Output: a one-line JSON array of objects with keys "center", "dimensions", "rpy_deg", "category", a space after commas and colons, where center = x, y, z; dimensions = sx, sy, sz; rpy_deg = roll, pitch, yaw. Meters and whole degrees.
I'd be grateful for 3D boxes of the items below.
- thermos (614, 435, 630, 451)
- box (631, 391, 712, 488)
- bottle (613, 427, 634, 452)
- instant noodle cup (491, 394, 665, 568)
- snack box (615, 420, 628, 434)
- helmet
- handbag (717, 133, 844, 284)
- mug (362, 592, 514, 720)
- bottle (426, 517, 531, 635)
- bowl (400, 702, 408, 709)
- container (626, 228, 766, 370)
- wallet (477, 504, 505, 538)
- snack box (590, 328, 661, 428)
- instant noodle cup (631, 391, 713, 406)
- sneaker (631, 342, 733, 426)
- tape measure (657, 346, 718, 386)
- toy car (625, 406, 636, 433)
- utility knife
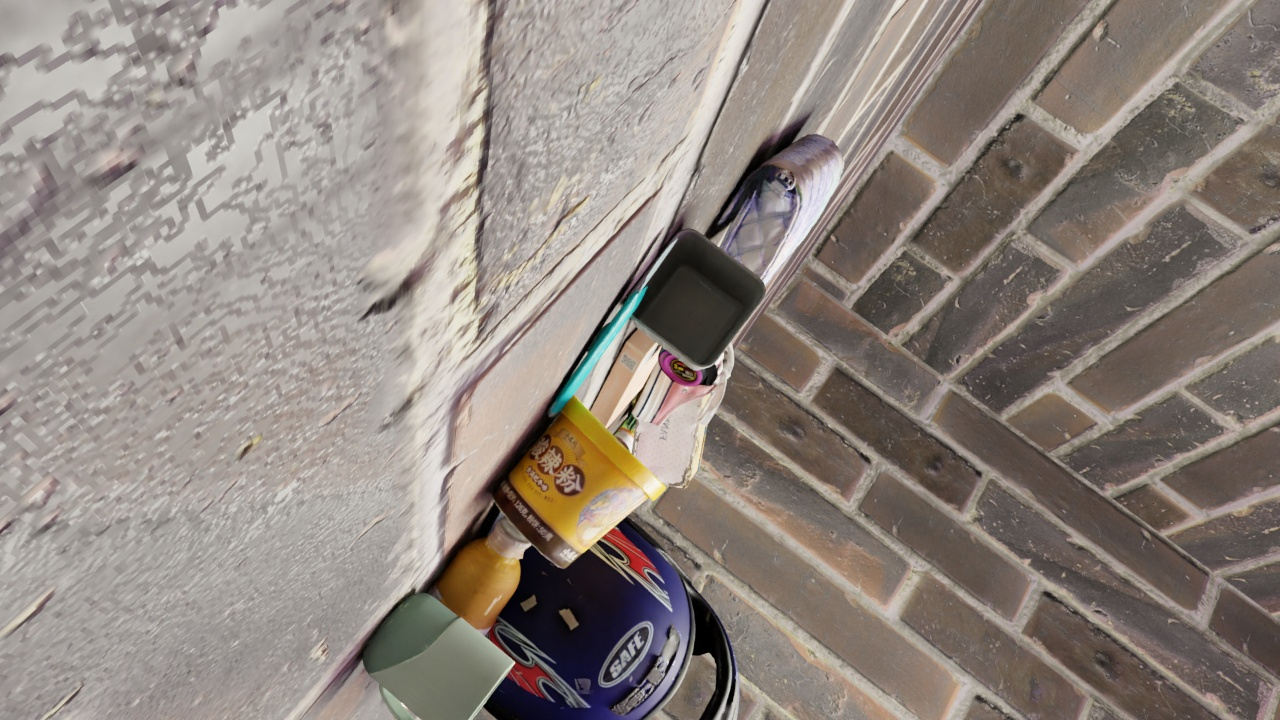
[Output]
[{"center": [-0.059, 0.126, 1.126], "dimensions": [0.198, 0.067, 0.087], "rpy_deg": [-10, 112, -79], "category": "thermos"}, {"center": [0.042, 0.068, 1.182], "dimensions": [0.063, 0.090, 0.184], "rpy_deg": [-38, 141, -68], "category": "box"}, {"center": [-0.047, 0.144, 1.287], "dimensions": [0.108, 0.063, 0.063], "rpy_deg": [-51, 173, -21], "category": "bottle"}, {"center": [-0.059, 0.110, 0.810], "dimensions": [0.114, 0.118, 0.118], "rpy_deg": [-44, 173, -4], "category": "instant noodle cup"}, {"center": [-0.039, 0.181, 1.505], "dimensions": [0.209, 0.070, 0.158], "rpy_deg": [-51, 173, -18], "category": "snack box"}, {"center": [-0.048, 0.289, 0.954], "dimensions": [0.246, 0.315, 0.241], "rpy_deg": [-50, 154, -17], "category": "helmet"}, {"center": [0.142, -0.157, 0.951], "dimensions": [0.134, 0.075, 0.193], "rpy_deg": [-62, 172, 30], "category": "handbag"}, {"center": [-0.181, 0.268, 0.784], "dimensions": [0.112, 0.106, 0.082], "rpy_deg": [-55, 174, 18], "category": "mug"}, {"center": [-0.166, 0.229, 0.854], "dimensions": [0.190, 0.068, 0.068], "rpy_deg": [-54, 174, 13], "category": "bottle"}, {"center": [-0.242, 0.390, 1.136], "dimensions": [0.114, 0.113, 0.062], "rpy_deg": [118, -32, -55], "category": "bowl"}, {"center": [0.045, -0.046, 0.799], "dimensions": [0.090, 0.090, 0.114], "rpy_deg": [-52, 177, -4], "category": "container"}, {"center": [-0.113, 0.125, 0.915], "dimensions": [0.097, 0.019, 0.120], "rpy_deg": [-59, 170, 33], "category": "wallet"}, {"center": [-0.006, 0.006, 0.982], "dimensions": [0.084, 0.026, 0.158], "rpy_deg": [-48, 173, -37], "category": "snack box"}, {"center": [0.063, 0.037, 1.342], "dimensions": [0.120, 0.111, 0.111], "rpy_deg": [-58, 177, -26], "category": "instant noodle cup"}, {"center": [0.065, -0.003, 1.057], "dimensions": [0.118, 0.088, 0.242], "rpy_deg": [-71, -175, -47], "category": "sneaker"}, {"center": [0.049, -0.003, 0.936], "dimensions": [0.039, 0.057, 0.058], "rpy_deg": [-54, 133, -35], "category": "tape measure"}, {"center": [0.002, 0.081, 1.409], "dimensions": [0.043, 0.036, 0.091], "rpy_deg": [-54, 174, 20], "category": "toy car"}, {"center": [-0.026, -0.021, 0.738], "dimensions": [0.197, 0.013, 0.029], "rpy_deg": [-53, 174, 25], "category": "utility knife"}]
